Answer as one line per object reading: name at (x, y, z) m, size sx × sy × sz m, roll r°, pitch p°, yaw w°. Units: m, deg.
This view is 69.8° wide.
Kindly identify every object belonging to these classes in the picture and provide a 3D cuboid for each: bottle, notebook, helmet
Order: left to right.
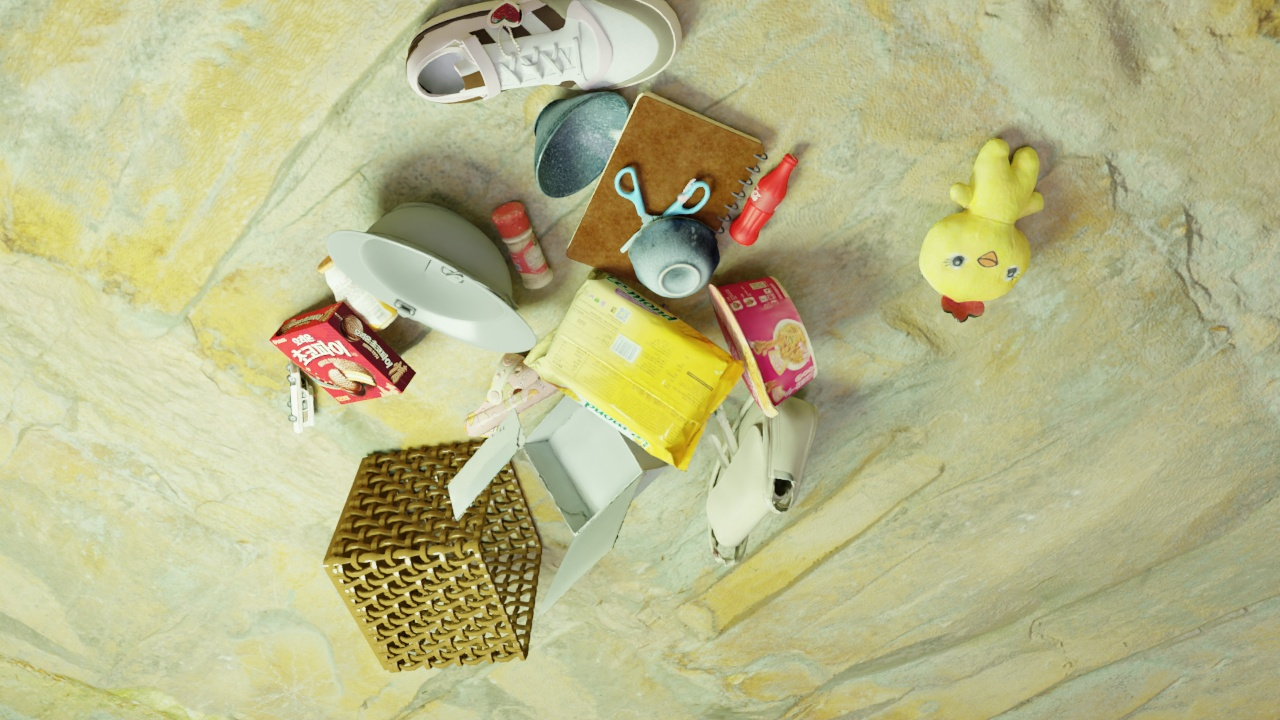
bottle at (-0.357, -0.088, 1.158) m, size 0.063 × 0.063 × 0.109 m, roll -27°, pitch 121°, yaw 20°
helmet at (-0.229, -0.120, 1.104) m, size 0.271 × 0.117 × 0.184 m, roll 30°, pitch 153°, yaw -25°
bottle at (-0.144, -0.139, 1.126) m, size 0.044 × 0.044 × 0.109 m, roll -14°, pitch 126°, yaw 12°
notebook at (0.029, -0.188, 1.086) m, size 0.167 × 0.024 × 0.226 m, roll 18°, pitch 126°, yaw -17°
bottle at (0.147, -0.191, 1.081) m, size 0.036 × 0.036 × 0.119 m, roll 22°, pitch 124°, yaw -15°

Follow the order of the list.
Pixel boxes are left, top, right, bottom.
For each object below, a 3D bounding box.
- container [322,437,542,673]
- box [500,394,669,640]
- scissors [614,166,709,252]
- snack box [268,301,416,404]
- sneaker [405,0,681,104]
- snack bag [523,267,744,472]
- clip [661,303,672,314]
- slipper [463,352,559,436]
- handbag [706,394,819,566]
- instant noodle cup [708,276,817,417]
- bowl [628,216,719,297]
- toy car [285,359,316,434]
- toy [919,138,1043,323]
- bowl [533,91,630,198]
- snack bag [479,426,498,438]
container at (-0.288, 0.285, 1.342) m, size 0.214 × 0.219 × 0.252 m, roll -8°, pitch 127°, yaw 7°
box at (-0.081, 0.177, 1.179) m, size 0.165 × 0.329 × 0.167 m, roll 35°, pitch 120°, yaw -12°
scissors at (0.010, -0.178, 1.071) m, size 0.129 × 0.015 × 0.135 m, roll 36°, pitch 117°, yaw -27°
snack box at (-0.390, -0.005, 1.199) m, size 0.152 × 0.035 × 0.132 m, roll -10°, pitch 131°, yaw 42°
sneaker at (-0.104, -0.315, 0.944) m, size 0.294 × 0.116 × 0.112 m, roll -3°, pitch 127°, yaw 4°
snack bag at (-0.007, 0.007, 1.124) m, size 0.247 × 0.068 × 0.159 m, roll 33°, pitch 90°, yaw 11°
clip at (0.037, -0.053, 1.205) m, size 0.032 × 0.013 × 0.051 m, roll -19°, pitch 122°, yaw 13°
slipper at (-0.165, 0.029, 1.227) m, size 0.197 × 0.093 × 0.081 m, roll -32°, pitch 91°, yaw 10°
handbag at (0.141, 0.156, 1.267) m, size 0.132 × 0.183 × 0.230 m, roll 15°, pitch 143°, yaw -7°
instant noodle cup at (0.155, -0.028, 1.133) m, size 0.077 × 0.178 × 0.179 m, roll -24°, pitch 125°, yaw -2°
bowl at (0.043, -0.112, 1.091) m, size 0.110 × 0.055 × 0.111 m, roll -3°, pitch 135°, yaw -3°
toy car at (-0.475, 0.048, 1.284) m, size 0.039 × 0.039 × 0.113 m, roll -3°, pitch 130°, yaw -22°
toy at (0.399, -0.152, 1.075) m, size 0.133 × 0.092 × 0.208 m, roll 10°, pitch 118°, yaw -13°
bowl at (-0.080, -0.252, 1.016) m, size 0.057 × 0.136 × 0.137 m, roll 44°, pitch 126°, yaw 19°
snack bag at (-0.211, 0.075, 1.305) m, size 0.026 × 0.020 × 0.099 m, roll 15°, pitch 126°, yaw -8°
